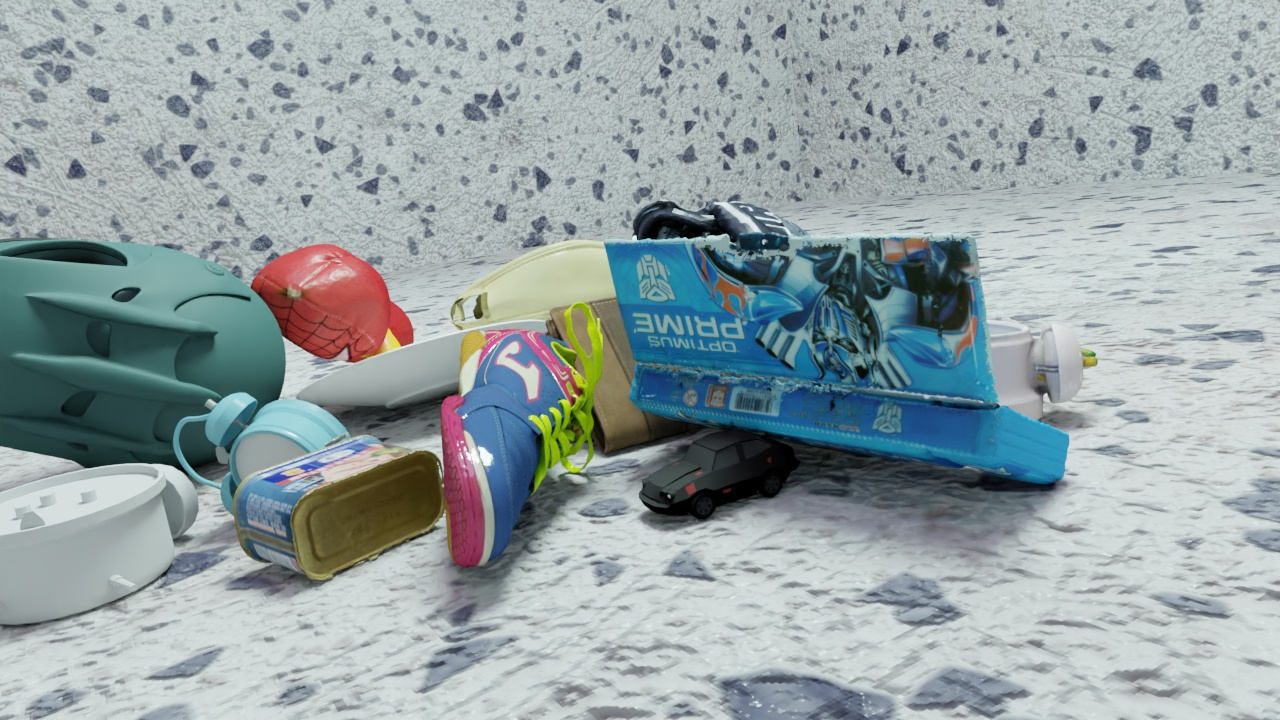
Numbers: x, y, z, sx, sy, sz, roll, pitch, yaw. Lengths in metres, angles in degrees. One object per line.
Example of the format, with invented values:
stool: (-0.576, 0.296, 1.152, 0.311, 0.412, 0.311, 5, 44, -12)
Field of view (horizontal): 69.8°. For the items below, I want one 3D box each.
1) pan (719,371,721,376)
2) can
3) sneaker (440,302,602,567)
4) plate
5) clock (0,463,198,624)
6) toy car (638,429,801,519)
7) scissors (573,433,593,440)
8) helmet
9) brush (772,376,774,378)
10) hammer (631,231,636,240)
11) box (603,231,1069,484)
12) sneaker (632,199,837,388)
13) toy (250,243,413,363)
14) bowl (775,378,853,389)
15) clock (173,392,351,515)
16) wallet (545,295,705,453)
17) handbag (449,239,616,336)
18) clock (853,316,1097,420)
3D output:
pan: (0.028, -0.014, 0.841, 0.201, 0.051, 0.355, 1, 12, 35)
can: (-0.164, 0.080, 0.510, 0.059, 0.054, 0.099, 5, 18, 40)
sneaker: (-0.064, 0.034, 0.528, 0.091, 0.116, 0.241, 2, 20, -7)
plate: (-0.186, 0.016, 0.821, 0.229, 0.030, 0.229, -18, -5, -2)
clock: (-0.323, 0.093, 0.526, 0.119, 0.061, 0.159, -11, 13, -18)
toy car: (0.042, 0.060, 0.511, 0.091, 0.036, 0.042, -13, 13, -25)
scissors: (-0.069, 0.054, 0.677, 0.130, 0.011, 0.125, 3, 11, 39)
helmet: (-0.397, -0.005, 0.686, 0.200, 0.176, 0.274, 20, 2, 35)
brush: (0.132, -0.009, 0.782, 0.049, 0.039, 0.117, -7, 14, -3)
hammer: (0.150, -0.073, 0.890, 0.326, 0.036, 0.140, 8, 28, -4)
box: (0.087, 0.010, 0.509, 0.244, 0.171, 0.070, 6, 55, 45)
sneaker: (0.055, -0.074, 0.655, 0.150, 0.097, 0.252, 27, 13, -23)
toy: (-0.288, -0.043, 0.876, 0.147, 0.098, 0.216, 18, -13, 3)
bowl: (0.170, -0.049, 0.708, 0.177, 0.058, 0.176, -9, 41, 8)
clock: (-0.234, 0.060, 0.573, 0.123, 0.087, 0.041, 6, 27, 10)
wallet: (-0.004, 0.004, 0.665, 0.098, 0.121, 0.027, -14, -29, -22)
handbag: (-0.066, -0.056, 0.955, 0.191, 0.088, 0.232, -19, -9, 18)
clock: (0.216, 0.005, 0.597, 0.158, 0.059, 0.117, -4, 9, -8)
